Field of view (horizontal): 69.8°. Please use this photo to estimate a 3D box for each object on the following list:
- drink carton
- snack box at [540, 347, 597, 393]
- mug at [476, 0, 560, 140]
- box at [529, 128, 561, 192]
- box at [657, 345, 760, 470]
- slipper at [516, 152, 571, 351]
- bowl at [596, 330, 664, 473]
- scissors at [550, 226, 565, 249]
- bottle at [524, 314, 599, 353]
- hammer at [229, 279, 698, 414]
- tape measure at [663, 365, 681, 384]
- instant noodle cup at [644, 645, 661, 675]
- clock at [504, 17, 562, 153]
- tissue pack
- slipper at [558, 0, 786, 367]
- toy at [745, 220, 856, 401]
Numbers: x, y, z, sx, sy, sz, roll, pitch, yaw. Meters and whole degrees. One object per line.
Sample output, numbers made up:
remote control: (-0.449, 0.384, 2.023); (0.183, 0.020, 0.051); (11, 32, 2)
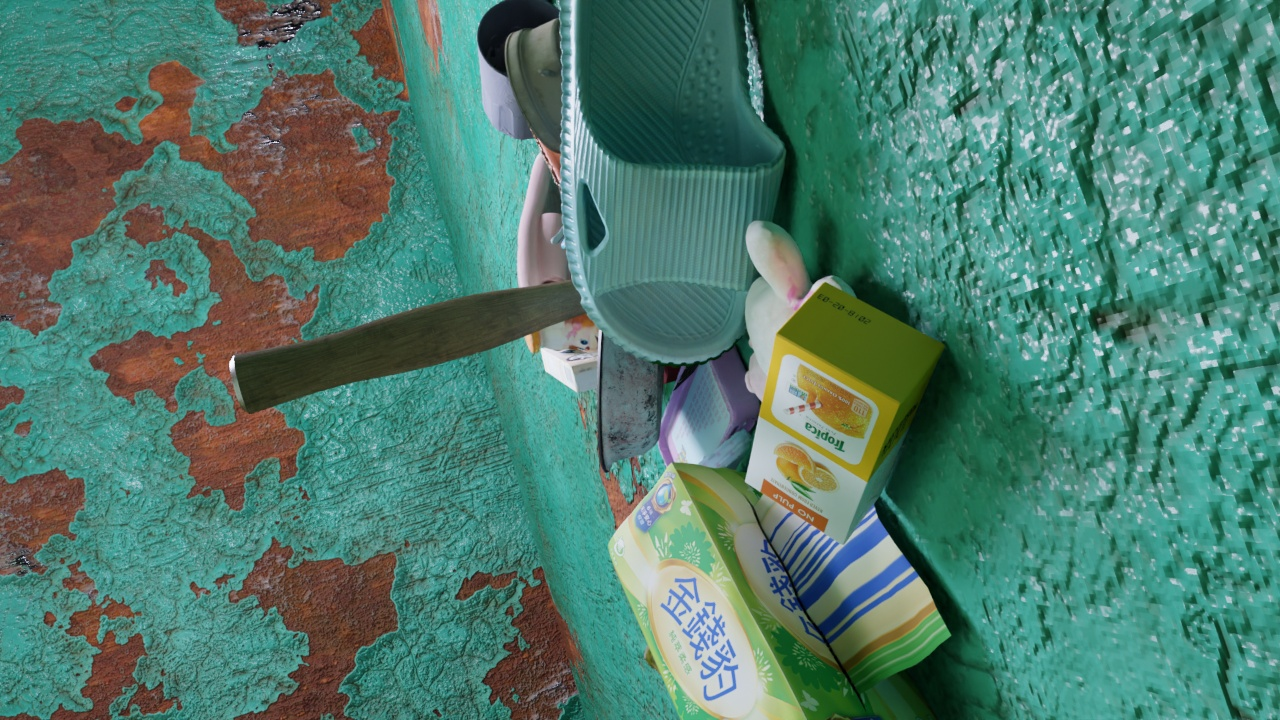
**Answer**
drink carton: (0.089, 0.030, 0.426); (0.058, 0.040, 0.123); (32, 147, 22)
snack box: (-0.039, -0.001, 0.855); (0.150, 0.082, 0.026); (-157, 54, -72)
mug: (-0.101, -0.278, 0.831); (0.104, 0.084, 0.123); (115, 161, -72)
box: (-0.038, -0.144, 0.720); (0.055, 0.076, 0.187); (-54, 42, 28)
box: (0.038, 0.079, 0.684); (0.215, 0.062, 0.139); (105, -179, -64)
slipper: (-0.079, -0.108, 0.881); (0.107, 0.056, 0.221); (68, -162, -58)
bowl: (-0.004, 0.004, 0.672); (0.157, 0.038, 0.157); (5, -93, -86)
scissors: (-0.026, -0.136, 0.646); (0.141, 0.013, 0.113); (-52, 24, 20)
bottle: (-0.046, -0.036, 0.787); (0.063, 0.108, 0.063); (164, 90, -76)
hammer: (-0.090, -0.021, 0.568); (0.040, 0.305, 0.132); (111, 141, -68)
tape measure: (0.018, -0.009, 0.751); (0.059, 0.019, 0.051); (104, 148, -63)
instant noodle cup: (0.070, 0.241, 0.690); (0.108, 0.102, 0.102); (54, 157, 34)
clock: (-0.052, -0.218, 0.688); (0.093, 0.055, 0.140); (56, -152, -38)
tissue pack: (0.086, 0.130, 0.494); (0.142, 0.120, 0.197); (-53, 50, 26)
slipper: (0.013, -0.114, 0.478); (0.069, 0.116, 0.276); (-103, 8, -64)
toy: (0.078, -0.015, 0.477); (0.076, 0.037, 0.126); (55, 161, 30)
